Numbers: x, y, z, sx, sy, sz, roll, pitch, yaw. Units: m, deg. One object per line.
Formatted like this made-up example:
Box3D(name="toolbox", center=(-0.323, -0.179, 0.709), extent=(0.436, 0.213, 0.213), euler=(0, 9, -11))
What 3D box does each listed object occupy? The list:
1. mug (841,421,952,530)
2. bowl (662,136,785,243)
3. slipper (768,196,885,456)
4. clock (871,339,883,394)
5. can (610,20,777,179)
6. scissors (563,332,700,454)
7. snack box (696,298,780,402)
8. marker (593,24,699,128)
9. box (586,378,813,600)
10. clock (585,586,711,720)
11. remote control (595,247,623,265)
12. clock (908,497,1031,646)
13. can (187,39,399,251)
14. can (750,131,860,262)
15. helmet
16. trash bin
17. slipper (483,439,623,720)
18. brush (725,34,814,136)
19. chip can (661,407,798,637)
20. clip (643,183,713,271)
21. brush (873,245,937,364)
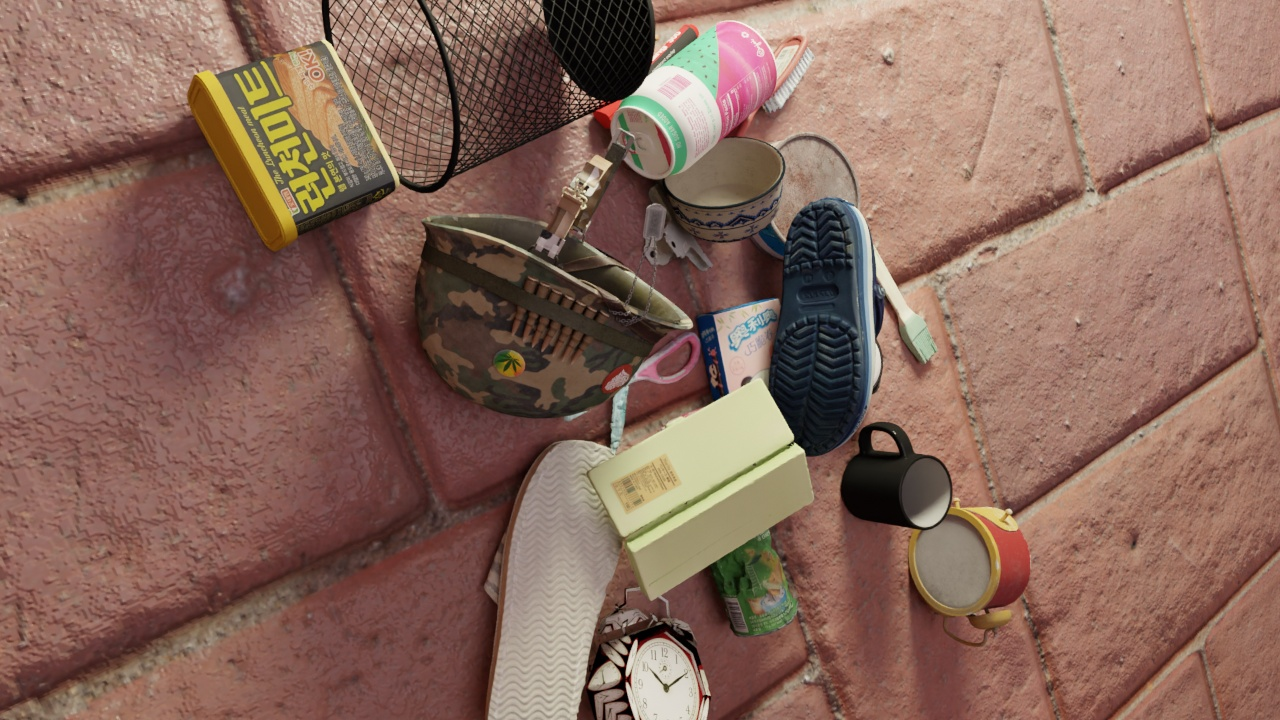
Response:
Box3D(name="mug", center=(0.270, 0.121, 0.987), extent=(0.078, 0.088, 0.113), euler=(-18, 97, -29))
Box3D(name="bowl", center=(0.082, -0.157, 0.879), extent=(0.115, 0.115, 0.059), euler=(-40, 140, -24))
Box3D(name="slipper", center=(0.193, -0.031, 0.900), extent=(0.095, 0.105, 0.253), euler=(2, 92, -51))
Box3D(name="clock", center=(0.223, 0.007, 0.988), extent=(0.091, 0.044, 0.123), euler=(-30, 103, -27))
Box3D(name="can", center=(0.052, -0.246, 0.866), extent=(0.165, 0.088, 0.088), euler=(-45, 109, -28))
Box3D(name="scissors", center=(-0.016, -0.005, 0.863), extent=(0.170, 0.014, 0.168), euler=(-34, 112, -28))
Box3D(name="snack box", center=(0.114, 0.019, 0.933), extent=(0.087, 0.033, 0.154), euler=(-16, 97, -30))
Box3D(name="marker", center=(0.008, -0.278, 0.888), extent=(0.023, 0.021, 0.144), euler=(37, 69, 8))
Box3D(name="box", center=(0.060, 0.114, 0.819), extent=(0.187, 0.048, 0.140), euler=(-26, 99, -16))
Box3D(name="clock", center=(0.002, 0.284, 0.838), extent=(0.114, 0.065, 0.154), euler=(26, 49, -38))
Box3D(name="remote control", center=(-0.056, -0.030, 0.848), extent=(0.034, 0.013, 0.150), euler=(27, 76, -30))
Box3D(name="clock", center=(0.373, 0.239, 1.029), extent=(0.081, 0.117, 0.159), euler=(4, 91, -33))
Box3D(name="can", center=(-0.263, -0.166, 0.702), extent=(0.100, 0.073, 0.131), euler=(-32, 104, -29))
Box3D(name="can", center=(0.167, -0.169, 0.961), extent=(0.129, 0.044, 0.130), euler=(1, 88, -30))
Box3D(name="helmet", center=(-0.065, -0.068, 0.735), extent=(0.224, 0.192, 0.236), euler=(9, 103, 1))
Box3D(name="trash bin", center=(-0.112, -0.255, 0.736), extent=(0.209, 0.184, 0.184), euler=(-29, 103, -33))
Box3D(name="slipper", center=(-0.078, 0.204, 0.806), extent=(0.114, 0.054, 0.272), euler=(19, 74, -27))
Box3D(name="brush", center=(0.127, -0.266, 0.948), extent=(0.030, 0.041, 0.172), euler=(46, 70, -37))
Box3D(name="chip can", center=(0.088, 0.158, 0.891), extent=(0.075, 0.076, 0.223), euler=(-25, 101, -28))
Box3D(name="clip", center=(0.033, -0.119, 0.892), extent=(0.101, 0.041, 0.054), euler=(52, 53, -17))
Box3D(name="brush", center=(0.279, -0.090, 1.042), extent=(0.033, 0.012, 0.217), euler=(-41, 107, -24))
